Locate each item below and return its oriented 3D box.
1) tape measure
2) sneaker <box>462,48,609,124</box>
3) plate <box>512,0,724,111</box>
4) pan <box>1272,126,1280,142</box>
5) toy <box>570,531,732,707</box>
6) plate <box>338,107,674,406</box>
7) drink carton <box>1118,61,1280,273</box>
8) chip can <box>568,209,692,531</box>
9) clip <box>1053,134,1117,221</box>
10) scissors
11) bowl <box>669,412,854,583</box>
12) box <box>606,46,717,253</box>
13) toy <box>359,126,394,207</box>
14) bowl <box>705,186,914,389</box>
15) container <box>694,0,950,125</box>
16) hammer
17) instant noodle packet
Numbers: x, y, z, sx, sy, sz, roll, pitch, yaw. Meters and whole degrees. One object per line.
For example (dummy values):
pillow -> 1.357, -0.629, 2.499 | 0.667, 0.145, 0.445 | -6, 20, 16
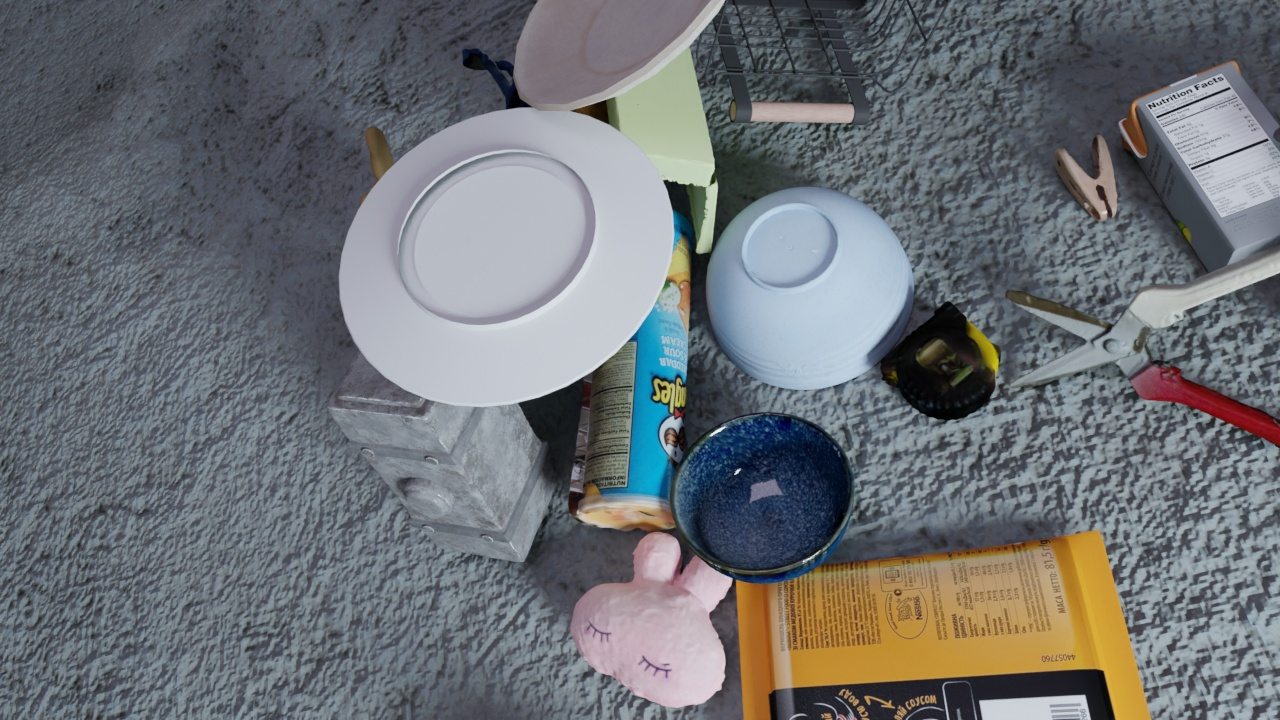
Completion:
tape measure -> 0.197, 0.006, 0.596 | 0.067, 0.038, 0.062 | -39, 60, 1
sneaker -> -0.066, -0.195, 0.714 | 0.127, 0.121, 0.293 | -25, 36, 21
plate -> -0.003, -0.228, 0.583 | 0.189, 0.027, 0.188 | -23, 49, 29
pan -> 0.461, -0.087, 0.460 | 0.217, 0.024, 0.353 | 4, 45, 12
toy -> 0.013, 0.164, 0.595 | 0.108, 0.053, 0.104 | 15, 60, 27
plate -> -0.084, -0.072, 0.548 | 0.209, 0.015, 0.208 | -4, 65, 9
drink carton -> 0.368, -0.119, 0.579 | 0.076, 0.048, 0.124 | -22, 62, 11
chip can -> -0.004, 0.004, 0.653 | 0.080, 0.080, 0.229 | -5, 65, 19
clip -> 0.310, -0.125, 0.620 | 0.041, 0.024, 0.060 | -30, 71, 9
scissors -> 0.318, -0.017, 0.525 | 0.199, 0.180, 0.015 | 32, 40, 15
bowl -> 0.081, 0.096, 0.584 | 0.114, 0.061, 0.114 | -11, 48, 12
box -> 0.022, -0.182, 0.660 | 0.064, 0.130, 0.187 | -24, 49, 21
toy -> -0.186, -0.115, 0.769 | 0.108, 0.134, 0.105 | 20, 50, 0
bowl -> 0.110, -0.062, 0.638 | 0.151, 0.075, 0.150 | -8, 66, 17
container -> 0.131, -0.294, 0.626 | 0.162, 0.242, 0.130 | -2, 59, -13
hammer -> -0.090, -0.029, 0.679 | 0.080, 0.177, 0.325 | 4, 51, 22
instant noodle packet -> 0.167, 0.187, 0.531 | 0.221, 0.032, 0.159 | -10, 59, 17
